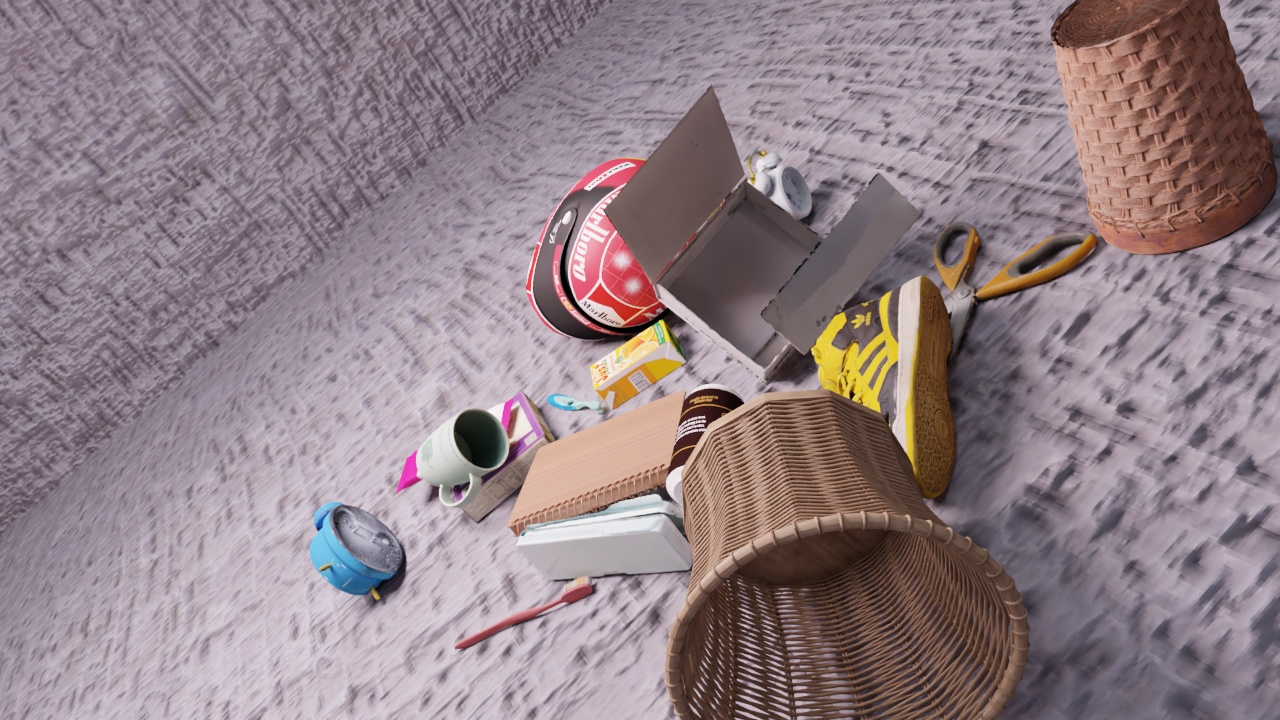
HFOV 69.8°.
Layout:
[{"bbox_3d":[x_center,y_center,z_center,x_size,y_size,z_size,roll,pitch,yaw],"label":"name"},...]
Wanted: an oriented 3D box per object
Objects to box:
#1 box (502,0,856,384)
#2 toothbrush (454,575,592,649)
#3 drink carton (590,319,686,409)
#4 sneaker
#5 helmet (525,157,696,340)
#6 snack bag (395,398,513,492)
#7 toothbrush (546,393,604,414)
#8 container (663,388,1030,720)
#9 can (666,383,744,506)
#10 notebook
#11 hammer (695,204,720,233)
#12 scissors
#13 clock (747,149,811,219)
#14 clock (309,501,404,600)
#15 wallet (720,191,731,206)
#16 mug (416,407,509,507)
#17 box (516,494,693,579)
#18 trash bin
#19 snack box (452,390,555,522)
[{"bbox_3d":[0.048,-0.166,0.968,0.166,0.412,0.149,-50,26,-6],"label":"box"},{"bbox_3d":[-0.127,0.271,0.975,0.185,0.015,0.015,-29,27,19],"label":"toothbrush"},{"bbox_3d":[-0.007,0.007,1.180,0.122,0.041,0.058,-34,29,11],"label":"drink carton"},{"bbox_3d":[0.218,0.029,0.846,0.122,0.086,0.237,-21,37,36],"label":"sneaker"},{"bbox_3d":[-0.033,-0.142,1.249,0.271,0.197,0.225,-59,25,2],"label":"helmet"},{"bbox_3d":[-0.252,0.116,1.246,0.197,0.016,0.070,-29,33,21],"label":"snack bag"},{"bbox_3d":[-0.088,0.058,1.231,0.022,0.017,0.135,-52,29,-21],"label":"toothbrush"},{"bbox_3d":[0.126,0.148,0.657,0.227,0.227,0.195,-31,23,14],"label":"container"},{"bbox_3d":[0.070,0.090,0.943,0.072,0.072,0.128,-21,33,29],"label":"can"},{"bbox_3d":[-0.045,0.119,1.048,0.211,0.022,0.168,-23,23,21],"label":"notebook"},{"bbox_3d":[0.106,-0.164,1.241,0.033,0.132,0.329,-19,22,11],"label":"hammer"},{"bbox_3d":[0.347,-0.080,0.923,0.227,0.016,0.224,-15,37,37],"label":"scissors"},{"bbox_3d":[0.177,-0.227,1.221,0.057,0.117,0.083,-21,33,42],"label":"clock"},{"bbox_3d":[-0.373,0.240,1.201,0.060,0.116,0.161,-48,27,8],"label":"clock"},{"bbox_3d":[0.125,-0.180,1.212,0.013,0.121,0.087,-13,35,14],"label":"wallet"},{"bbox_3d":[-0.227,0.128,1.146,0.104,0.084,0.111,-30,58,38],"label":"mug"},{"bbox_3d":[-0.037,0.185,0.934,0.199,0.085,0.070,-16,65,38],"label":"box"},{"bbox_3d":[0.447,-0.219,0.804,0.151,0.210,0.151,-29,30,19],"label":"trash bin"},{"bbox_3d":[-0.188,0.124,1.223,0.143,0.040,0.148,-39,29,0],"label":"snack box"}]
